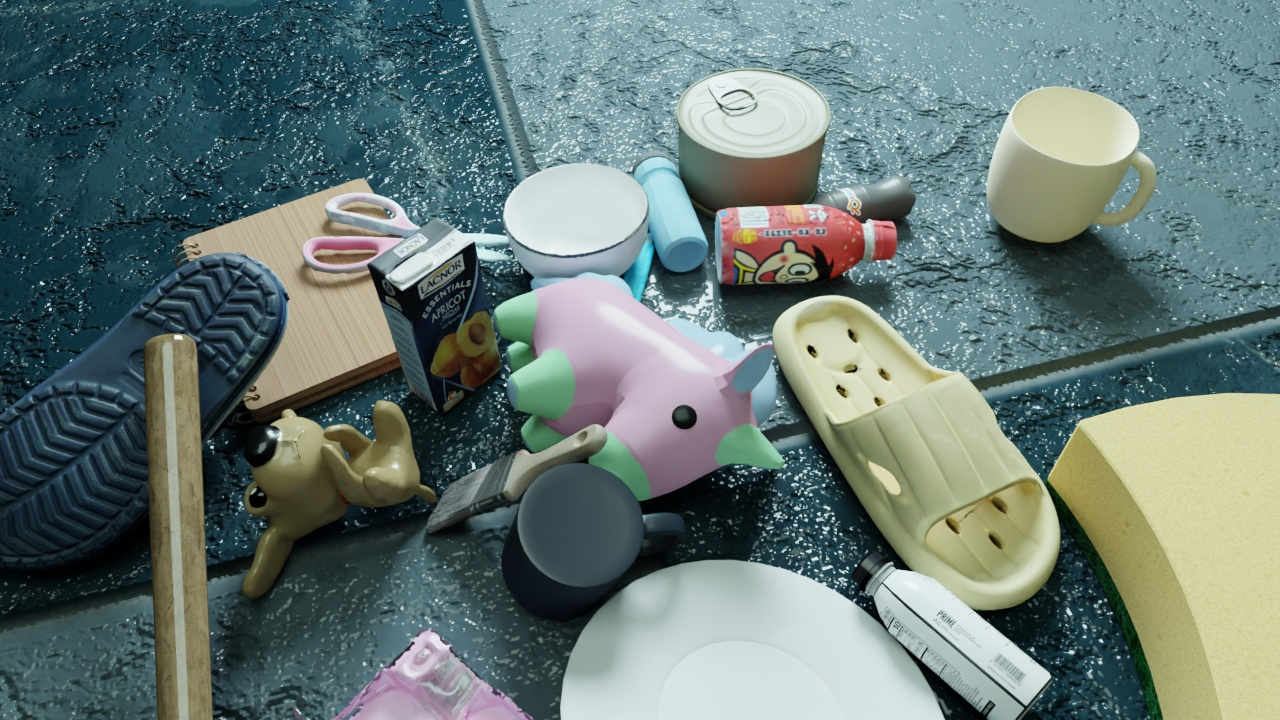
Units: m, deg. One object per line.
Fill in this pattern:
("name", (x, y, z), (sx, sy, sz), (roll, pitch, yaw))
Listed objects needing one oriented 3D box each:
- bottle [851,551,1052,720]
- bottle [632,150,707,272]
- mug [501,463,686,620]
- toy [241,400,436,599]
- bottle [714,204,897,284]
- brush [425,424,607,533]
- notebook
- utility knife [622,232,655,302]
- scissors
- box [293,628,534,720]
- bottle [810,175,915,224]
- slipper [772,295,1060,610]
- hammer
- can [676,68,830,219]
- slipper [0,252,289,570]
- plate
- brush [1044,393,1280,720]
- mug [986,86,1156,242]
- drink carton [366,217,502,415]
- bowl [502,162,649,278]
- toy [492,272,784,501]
("bottle", (0.171, 0.154, 0.522), (0.041, 0.041, 0.116), (-35, 57, -25))
("bottle", (0.022, -0.130, 0.769), (0.040, 0.040, 0.130), (-11, 50, -7))
("mug", (-0.025, 0.106, 0.539), (0.105, 0.078, 0.071), (-2, 63, -16))
("toy", (-0.194, 0.073, 0.575), (0.108, 0.106, 0.134), (-9, 53, 9))
("bottle", (0.129, -0.091, 0.718), (0.137, 0.062, 0.061), (-2, 50, 1))
("brush", (-0.078, 0.071, 0.565), (0.152, 0.012, 0.038), (-26, 32, 34))
("notebook", (-0.264, -0.056, 0.729), (0.169, 0.022, 0.210), (-25, 53, -18))
("utility knife", (-0.003, -0.065, 0.733), (0.022, 0.015, 0.124), (11, 48, 9))
("scissors", (-0.181, -0.110, 0.753), (0.179, 0.016, 0.105), (-2, 49, -1))
("box", (-0.061, 0.215, 0.437), (0.230, 0.106, 0.086), (32, 58, 25))
("bottle", (0.173, -0.125, 0.761), (0.109, 0.036, 0.036), (-15, 51, -11))
("slipper", (0.179, 0.034, 0.602), (0.111, 0.079, 0.261), (-18, 51, -17))
("hammer", (-0.256, 0.130, 0.508), (0.129, 0.040, 0.321), (-12, 67, -5))
("can", (0.095, -0.184, 0.790), (0.128, 0.073, 0.127), (-1, 50, 1))
("slipper", (-0.333, 0.035, 0.613), (0.105, 0.095, 0.252), (45, 79, -10))
("plate", (0.061, 0.193, 0.489), (0.208, 0.015, 0.208), (6, 37, -5))
("brush", (0.361, 0.138, 0.505), (0.195, 0.075, 0.249), (-2, 50, 0))
("mug", (0.339, -0.143, 0.729), (0.120, 0.100, 0.096), (28, 58, 21))
("drink carton", (-0.138, -0.029, 0.630), (0.040, 0.130, 0.064), (32, 57, 26))
("bowl", (-0.048, -0.099, 0.730), (0.113, 0.063, 0.113), (-2, 49, 2))
("toy", (-0.004, 0.003, 0.619), (0.171, 0.120, 0.222), (-15, 46, -4))
